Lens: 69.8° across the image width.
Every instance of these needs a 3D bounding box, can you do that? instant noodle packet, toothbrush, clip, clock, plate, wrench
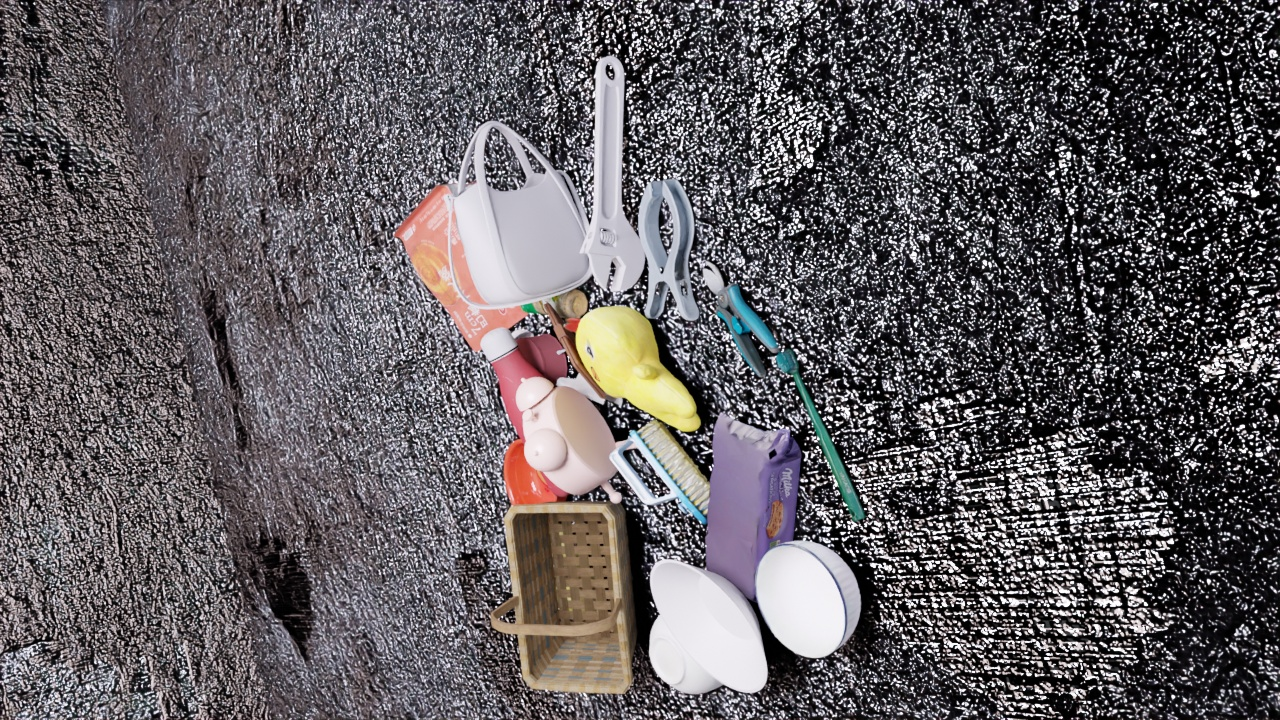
[{"bbox_3d":[-0.260,-0.136,1.374,0.165,0.083,0.221,-31,84,44],"label":"instant noodle packet"},{"bbox_3d":[0.183,0.075,0.940,0.016,0.017,0.189,-37,71,48],"label":"toothbrush"},{"bbox_3d":[0.021,-0.127,1.072,0.106,0.027,0.163,2,100,51],"label":"clip"},{"bbox_3d":[-0.150,0.004,1.291,0.125,0.044,0.087,17,112,46],"label":"clock"},{"bbox_3d":[0.085,0.286,1.025,0.174,0.036,0.174,34,141,32],"label":"plate"},{"bbox_3d":[-0.067,0.027,1.209,0.102,0.057,0.054,19,138,45],"label":"clip"},{"bbox_3d":[-0.078,0.092,1.131,0.086,0.160,0.131,-38,45,25],"label":"clock"},{"bbox_3d":[-0.029,-0.219,1.087,0.018,0.086,0.273,3,91,49],"label":"wrench"}]

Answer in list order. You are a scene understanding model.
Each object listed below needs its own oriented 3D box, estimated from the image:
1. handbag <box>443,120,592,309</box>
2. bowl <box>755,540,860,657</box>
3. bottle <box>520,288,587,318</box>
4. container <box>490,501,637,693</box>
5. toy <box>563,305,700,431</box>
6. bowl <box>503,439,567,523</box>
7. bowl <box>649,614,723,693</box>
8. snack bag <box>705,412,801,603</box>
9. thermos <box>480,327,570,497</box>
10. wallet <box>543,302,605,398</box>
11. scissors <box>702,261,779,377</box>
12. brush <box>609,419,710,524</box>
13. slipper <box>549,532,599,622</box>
[{"bbox_3d":[-0.153,-0.183,1.119,0.096,0.215,0.222,-9,101,41],"label":"handbag"},{"bbox_3d":[0.182,0.239,0.947,0.118,0.062,0.118,15,110,47],"label":"bowl"},{"bbox_3d":[-0.118,-0.079,1.234,0.111,0.043,0.043,11,107,47],"label":"bottle"},{"bbox_3d":[-0.091,0.303,1.162,0.158,0.186,0.250,-3,98,17],"label":"container"},{"bbox_3d":[-0.006,0.006,1.084,0.207,0.092,0.134,50,168,27],"label":"toy"},{"bbox_3d":[-0.144,0.173,1.325,0.131,0.045,0.130,16,111,47],"label":"bowl"},{"bbox_3d":[0.053,0.357,1.128,0.114,0.063,0.113,14,109,46],"label":"bowl"},{"bbox_3d":[0.118,0.164,1.006,0.096,0.058,0.205,19,114,47],"label":"snack bag"},{"bbox_3d":[-0.140,0.065,1.222,0.073,0.073,0.240,-19,103,50],"label":"thermos"},{"bbox_3d":[-0.084,-0.012,1.169,0.013,0.087,0.121,-33,49,3],"label":"wallet"},{"bbox_3d":[0.106,-0.044,0.994,0.131,0.019,0.150,9,107,59],"label":"scissors"},{"bbox_3d":[0.032,0.141,1.081,0.075,0.055,0.136,-41,73,5],"label":"brush"},{"bbox_3d":[-0.127,0.312,1.316,0.190,0.081,0.092,45,133,30],"label":"slipper"}]
